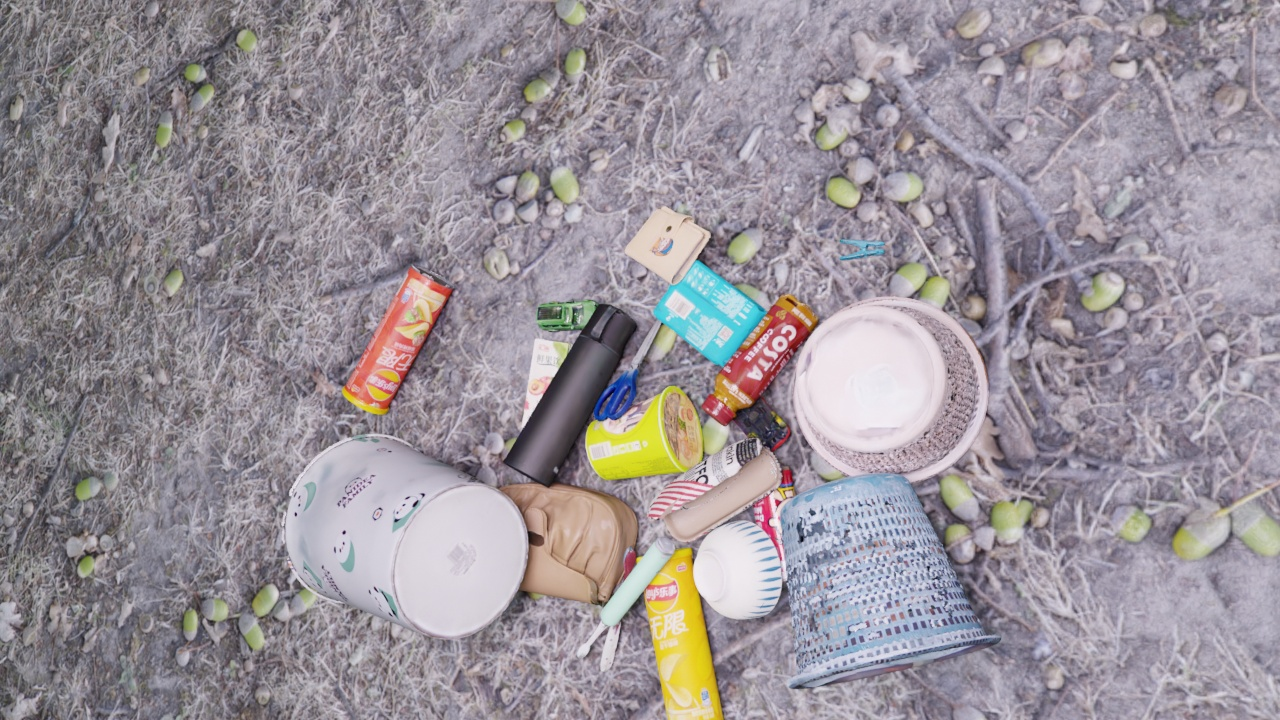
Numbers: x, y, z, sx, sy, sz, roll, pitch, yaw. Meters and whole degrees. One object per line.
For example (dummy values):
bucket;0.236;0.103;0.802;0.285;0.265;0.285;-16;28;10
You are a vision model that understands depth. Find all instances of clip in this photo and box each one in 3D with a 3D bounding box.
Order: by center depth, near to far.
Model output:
clip;0.271;-0.136;1.124;0.056;0.014;0.039;1;86;23

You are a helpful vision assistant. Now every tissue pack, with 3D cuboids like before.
tissue pack;0.091;-0.058;1.166;0.133;0.050;0.093;40;97;20

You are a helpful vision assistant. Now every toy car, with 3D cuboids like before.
toy car;0.141;0.067;1.143;0.049;0.031;0.106;-44;59;6
toy car;-0.099;-0.061;1.250;0.091;0.036;0.043;-2;82;17

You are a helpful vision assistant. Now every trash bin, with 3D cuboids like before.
trash bin;0.249;0.236;1.004;0.227;0.226;0.194;-20;65;18
trash bin;0.264;0.027;1.016;0.228;0.192;0.227;-2;84;21
trash bin;-0.285;0.222;1.144;0.252;0.229;0.229;7;86;47

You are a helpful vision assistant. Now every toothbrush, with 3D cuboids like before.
toothbrush;-0.024;0.298;1.129;0.026;0.027;0.225;36;117;5
toothbrush;-0.030;0.318;1.166;0.016;0.017;0.188;6;111;-17

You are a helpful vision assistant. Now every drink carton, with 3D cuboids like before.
drink carton;-0.121;0.034;1.242;0.053;0.045;0.122;7;88;17

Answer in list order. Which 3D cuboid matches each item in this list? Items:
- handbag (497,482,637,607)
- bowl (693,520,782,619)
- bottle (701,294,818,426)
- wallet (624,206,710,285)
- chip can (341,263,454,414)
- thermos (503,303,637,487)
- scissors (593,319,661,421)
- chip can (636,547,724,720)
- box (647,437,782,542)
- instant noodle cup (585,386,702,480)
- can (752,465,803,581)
handbag;-0.112;0.233;1.188;0.205;0.099;0.147;2;86;28
bowl;0.106;0.253;1.092;0.117;0.066;0.116;4;95;54
bottle;0.143;0.002;1.117;0.057;0.057;0.175;37;85;20
wallet;0.035;-0.154;1.189;0.087;0.024;0.115;-52;40;1
chip can;-0.350;-0.031;1.324;0.073;0.073;0.217;31;96;21
thermos;-0.090;0.039;1.175;0.068;0.090;0.242;25;79;15
scissors;-0.015;0.009;1.186;0.108;0.012;0.174;-28;32;32
chip can;0.048;0.342;1.130;0.072;0.072;0.213;-14;80;19
box;0.092;0.158;1.087;0.163;0.076;0.088;-37;105;15
instant noodle cup;0.001;0.101;1.161;0.124;0.111;0.111;-17;78;27
can;0.167;0.197;1.108;0.053;0.053;0.132;-13;80;20
